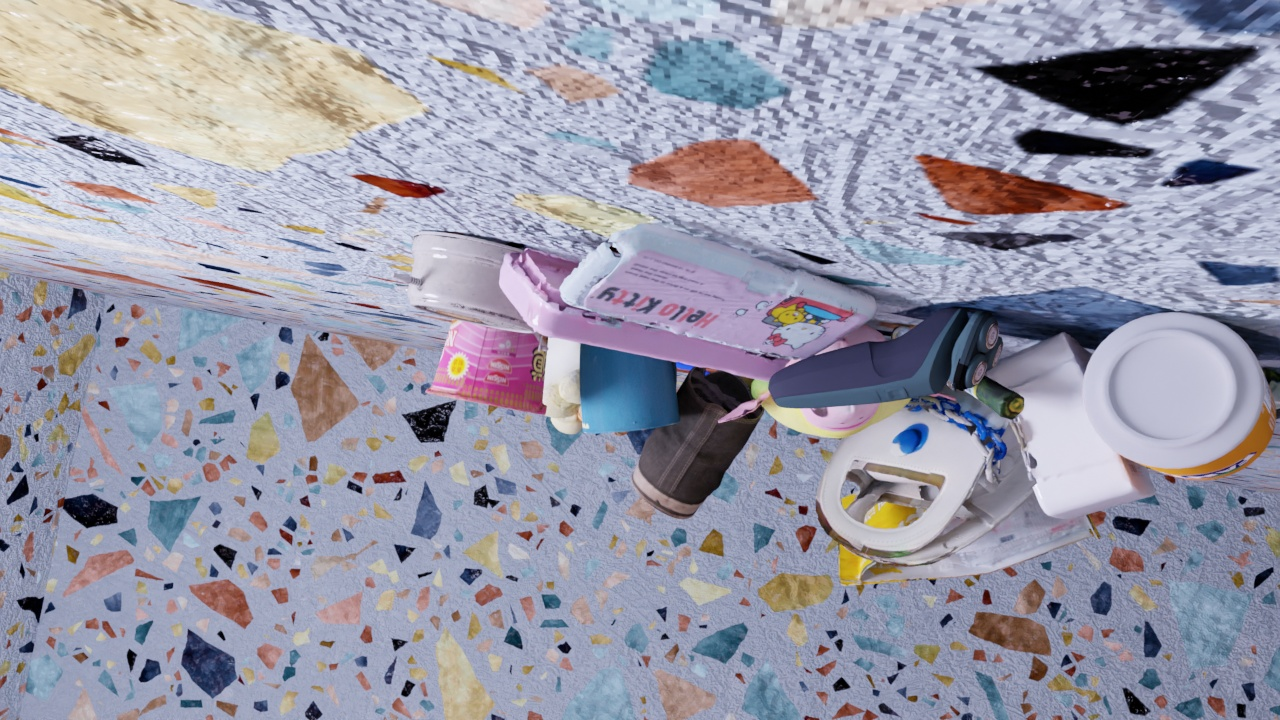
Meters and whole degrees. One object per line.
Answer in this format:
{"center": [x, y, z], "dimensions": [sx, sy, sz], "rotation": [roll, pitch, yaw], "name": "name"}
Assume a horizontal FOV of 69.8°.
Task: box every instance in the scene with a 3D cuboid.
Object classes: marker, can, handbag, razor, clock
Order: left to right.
{"center": [-0.093, -0.044, 0.646], "dimensions": [0.157, 0.061, 0.103], "rotation": [13, 176, -12], "name": "clock"}
{"center": [-0.037, 0.015, 0.905], "dimensions": [0.113, 0.123, 0.171], "rotation": [-31, 157, 27], "name": "handbag"}
{"center": [0.149, 0.003, 0.568], "dimensions": [0.143, 0.052, 0.047], "rotation": [-13, 145, 23], "name": "razor"}
{"center": [0.244, 0.088, 0.806], "dimensions": [0.093, 0.199, 0.201], "rotation": [51, 159, -17], "name": "handbag"}
{"center": [0.202, 0.004, 0.599], "dimensions": [0.017, 0.017, 0.146], "rotation": [11, -164, -15], "name": "marker"}
{"center": [0.299, 0.024, 0.504], "dimensions": [0.079, 0.079, 0.142], "rotation": [7, 176, 38], "name": "can"}

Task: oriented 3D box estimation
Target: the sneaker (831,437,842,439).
{"center": [0.324, 0.071, 1.038], "dimensions": [0.238, 0.101, 0.142], "rotation": [7, 178, 41], "name": "sneaker"}

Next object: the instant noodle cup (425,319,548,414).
{"center": [-0.115, -0.018, 0.742], "dimensions": [0.098, 0.108, 0.098], "rotation": [10, 176, 0], "name": "instant noodle cup"}

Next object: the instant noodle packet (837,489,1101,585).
{"center": [0.289, 0.132, 0.868], "dimensions": [0.222, 0.084, 0.162], "rotation": [-24, -164, 19], "name": "instant noodle packet"}

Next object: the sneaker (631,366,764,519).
{"center": [0.068, 0.054, 0.912], "dimensions": [0.095, 0.120, 0.234], "rotation": [34, -158, 8], "name": "sneaker"}

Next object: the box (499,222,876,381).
{"center": [0.028, -0.026, 0.553], "dimensions": [0.201, 0.073, 0.150], "rotation": [11, 176, -37], "name": "box"}

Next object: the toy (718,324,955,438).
{"center": [0.160, 0.021, 0.761], "dimensions": [0.190, 0.087, 0.238], "rotation": [-3, 173, 14], "name": "toy"}

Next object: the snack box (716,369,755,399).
{"center": [0.128, 0.026, 1.011], "dimensions": [0.101, 0.031, 0.186], "rotation": [39, -177, 12], "name": "snack box"}

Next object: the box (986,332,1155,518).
{"center": [0.265, 0.048, 0.587], "dimensions": [0.076, 0.107, 0.102], "rotation": [-30, 156, 30], "name": "box"}

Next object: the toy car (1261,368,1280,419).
{"center": [0.392, 0.023, 0.613], "dimensions": [0.048, 0.033, 0.106], "rotation": [10, 178, -30], "name": "toy car"}

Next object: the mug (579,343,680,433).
{"center": [-0.005, 0.005, 0.798], "dimensions": [0.085, 0.104, 0.112], "rotation": [-6, -179, 35], "name": "mug"}

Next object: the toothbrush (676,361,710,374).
{"center": [0.029, 0.001, 1.094], "dimensions": [0.183, 0.018, 0.016], "rotation": [23, 176, 25], "name": "toothbrush"}
